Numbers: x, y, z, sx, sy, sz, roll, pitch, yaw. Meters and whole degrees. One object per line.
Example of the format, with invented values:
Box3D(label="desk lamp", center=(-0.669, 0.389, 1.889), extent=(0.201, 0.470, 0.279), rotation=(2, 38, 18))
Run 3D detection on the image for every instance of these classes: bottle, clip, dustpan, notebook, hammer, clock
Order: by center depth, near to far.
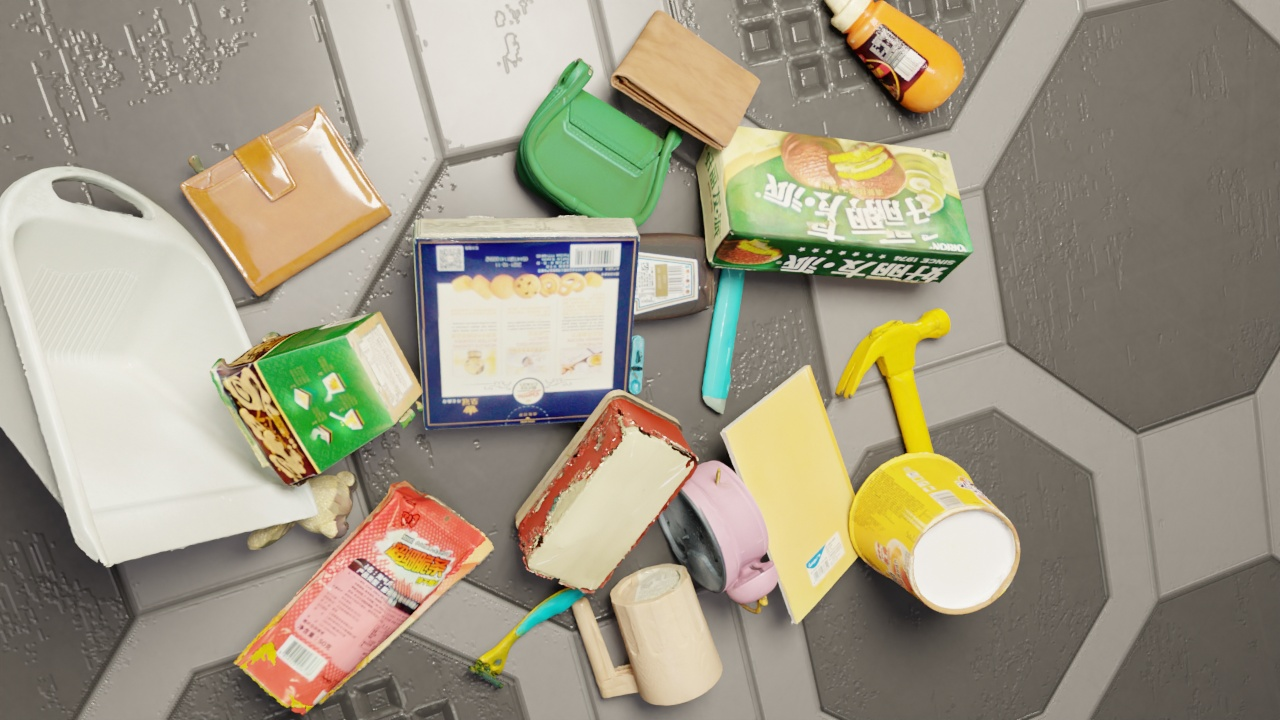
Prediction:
Box3D(label="dustpan", center=(-0.346, -0.009, 0.655), extent=(0.258, 0.222, 0.143), rotation=(37, 98, 12))
Box3D(label="bottle", center=(-0.032, -0.072, 0.827), extent=(0.194, 0.044, 0.080), rotation=(-6, 104, -13))
Box3D(label="clock", center=(0.073, 0.167, 0.855), extent=(0.059, 0.117, 0.158), rotation=(-25, 102, -22))
Box3D(label="bottle", center=(0.231, -0.298, 0.857), extent=(0.149, 0.067, 0.066), rotation=(37, 87, -10))
Box3D(label="clip", center=(-0.005, 0.004, 0.858), extent=(0.014, 0.047, 0.057), rotation=(7, 94, -15))
Box3D(label="notebook", center=(0.156, 0.127, 0.888), extent=(0.145, 0.010, 0.206), rotation=(-33, 108, -39))
Box3D(label="hammer", center=(0.289, 0.103, 0.944), extent=(0.128, 0.033, 0.301), rotation=(-21, 103, -11))

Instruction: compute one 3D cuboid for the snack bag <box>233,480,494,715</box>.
Box3D(label="snack bag", center=(-0.238, 0.205, 0.797), extent=(0.207, 0.073, 0.128), rotation=(-46, 132, -7))

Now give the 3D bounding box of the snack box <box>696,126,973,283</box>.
Box3D(label="snack box", center=(0.176, -0.140, 0.839), extent=(0.240, 0.063, 0.114), rotation=(3, 65, -15))

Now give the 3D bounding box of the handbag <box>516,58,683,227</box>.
Box3D(label="handbag", center=(-0.036, -0.180, 0.796), extent=(0.131, 0.068, 0.120), rotation=(28, 89, -17))

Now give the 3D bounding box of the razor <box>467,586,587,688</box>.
Box3D(label="razor", center=(-0.101, 0.253, 0.863), extent=(0.132, 0.028, 0.043), rotation=(-41, 129, -3))

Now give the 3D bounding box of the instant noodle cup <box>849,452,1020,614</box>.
Box3D(label="instant noodle cup", center=(0.286, 0.169, 0.879), extent=(0.138, 0.110, 0.138), rotation=(-2, 103, -9))

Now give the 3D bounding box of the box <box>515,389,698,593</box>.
Box3D(label="box", center=(-0.032, 0.121, 0.807), extent=(0.091, 0.080, 0.168), rotation=(29, 107, -28))

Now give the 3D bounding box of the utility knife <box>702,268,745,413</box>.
Box3D(label="utility knife", center=(0.080, -0.025, 0.880), extent=(0.029, 0.013, 0.151), rotation=(8, 94, -19))

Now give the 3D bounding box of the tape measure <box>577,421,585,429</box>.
Box3D(label="tape measure", center=(-0.024, 0.073, 0.858), extent=(0.060, 0.029, 0.057), rotation=(-21, 102, -11))

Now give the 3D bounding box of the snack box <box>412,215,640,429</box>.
Box3D(label="snack box", center=(-0.096, -0.030, 0.780), extent=(0.177, 0.045, 0.183), rotation=(-2, 121, -12))

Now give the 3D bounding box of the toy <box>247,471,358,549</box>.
Box3D(label="toy", center=(-0.321, 0.112, 0.772), extent=(0.157, 0.066, 0.105), rotation=(12, 52, -13))

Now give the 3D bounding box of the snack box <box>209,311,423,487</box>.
Box3D(label="snack box", center=(-0.245, 0.020, 0.730), extent=(0.106, 0.118, 0.117), rotation=(-23, 105, 9))

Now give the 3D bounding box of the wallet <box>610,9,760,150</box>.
Box3D(label="wallet", center=(0.042, -0.244, 0.799), extent=(0.115, 0.020, 0.101), rotation=(32, 56, -7))

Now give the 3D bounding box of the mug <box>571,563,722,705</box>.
Box3D(label="mug", center=(0.005, 0.262, 0.875), extent=(0.125, 0.084, 0.103), rotation=(-15, 101, 14))

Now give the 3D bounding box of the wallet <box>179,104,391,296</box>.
Box3D(label="wallet", center=(-0.293, -0.137, 0.755), extent=(0.130, 0.035, 0.119), rotation=(-34, 111, -9))
